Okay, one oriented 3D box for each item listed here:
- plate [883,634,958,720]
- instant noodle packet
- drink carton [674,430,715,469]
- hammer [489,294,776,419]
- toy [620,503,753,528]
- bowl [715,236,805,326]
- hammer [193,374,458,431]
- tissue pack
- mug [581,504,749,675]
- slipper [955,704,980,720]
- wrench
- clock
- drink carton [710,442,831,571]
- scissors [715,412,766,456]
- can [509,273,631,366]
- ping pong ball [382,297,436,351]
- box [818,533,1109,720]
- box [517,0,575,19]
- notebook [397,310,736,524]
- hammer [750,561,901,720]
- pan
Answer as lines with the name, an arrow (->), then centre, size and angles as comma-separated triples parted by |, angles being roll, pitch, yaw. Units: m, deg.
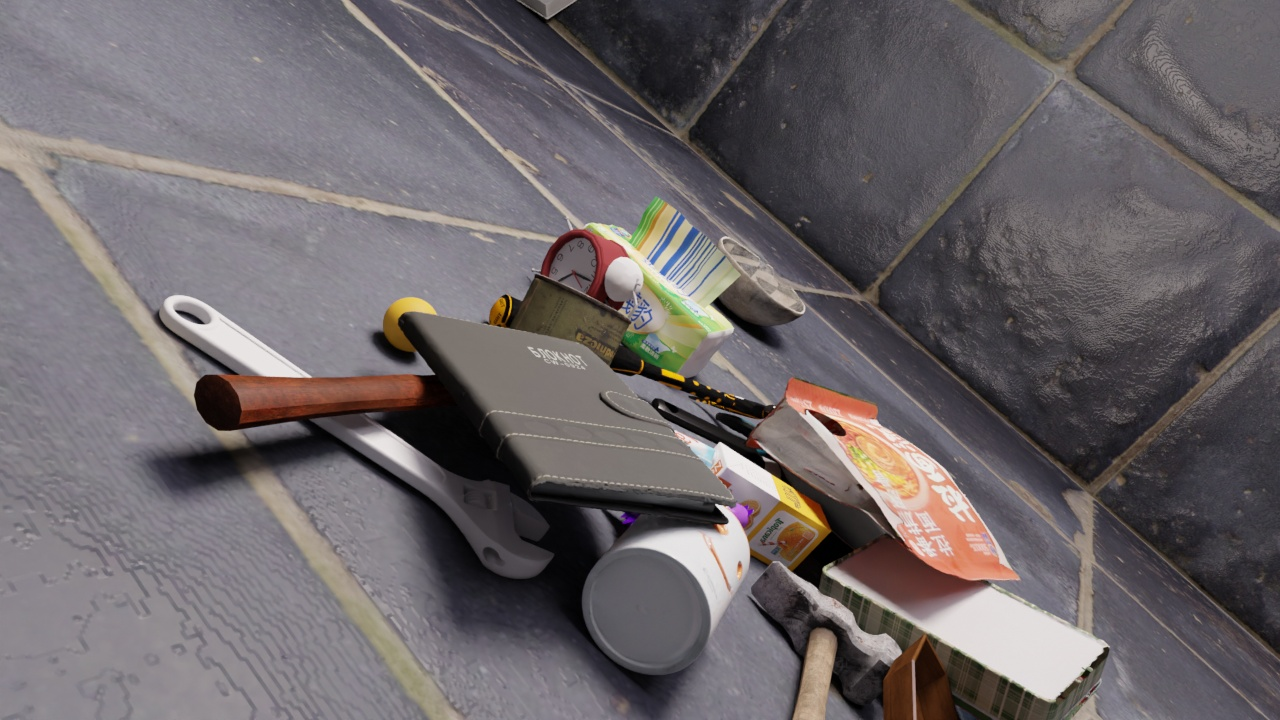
plate -> 0.195, 0.260, 0.631 | 0.131, 0.025, 0.131 | 38, 44, -51
instant noodle packet -> 0.223, 0.122, 0.824 | 0.164, 0.084, 0.221 | 17, 23, -44
drink carton -> -0.003, 0.065, 0.733 | 0.129, 0.038, 0.044 | 25, -18, -11
hammer -> -0.005, 0.005, 0.891 | 0.320, 0.036, 0.123 | 21, -5, -32
toy -> 0.025, 0.116, 0.683 | 0.106, 0.055, 0.088 | 8, -16, 47
bowl -> 0.172, -0.110, 1.464 | 0.178, 0.081, 0.178 | 36, 19, -15
hammer -> -0.148, 0.020, 0.574 | 0.111, 0.028, 0.300 | 38, 13, 17
tissue pack -> 0.023, -0.091, 1.035 | 0.197, 0.142, 0.120 | 41, 18, 8
mug -> 0.018, 0.137, 0.579 | 0.082, 0.082, 0.105 | 41, 20, 8
slipper -> 0.304, 0.281, 0.778 | 0.082, 0.101, 0.263 | 37, 23, 18
wrench -> -0.166, 0.044, 0.551 | 0.273, 0.018, 0.066 | 35, 19, -7
clock -> -0.051, -0.080, 0.941 | 0.048, 0.096, 0.137 | 16, 26, -49
drink carton -> 0.095, 0.127, 0.786 | 0.122, 0.059, 0.040 | 33, 19, -18
scissors -> 0.131, 0.092, 1.003 | 0.126, 0.019, 0.144 | 48, 25, -4
can -> -0.064, -0.019, 0.763 | 0.090, 0.074, 0.090 | 26, -2, 1
ping pong ball -> -0.169, -0.026, 0.674 | 0.040, 0.040, 0.040 | 34, 19, -14
box -> 0.253, 0.216, 0.738 | 0.117, 0.050, 0.206 | -13, 29, -44
box -> -0.221, -1.392, 3.060 | 0.167, 0.513, 0.172 | 38, 17, 20
notebook -> -0.048, 0.033, 0.600 | 0.169, 0.029, 0.209 | 12, 23, -41
hammer -> 0.103, 0.234, 0.579 | 0.121, 0.049, 0.318 | 38, 20, 5
pan -> 0.148, 0.125, 0.910 | 0.355, 0.044, 0.203 | 27, 24, -24
